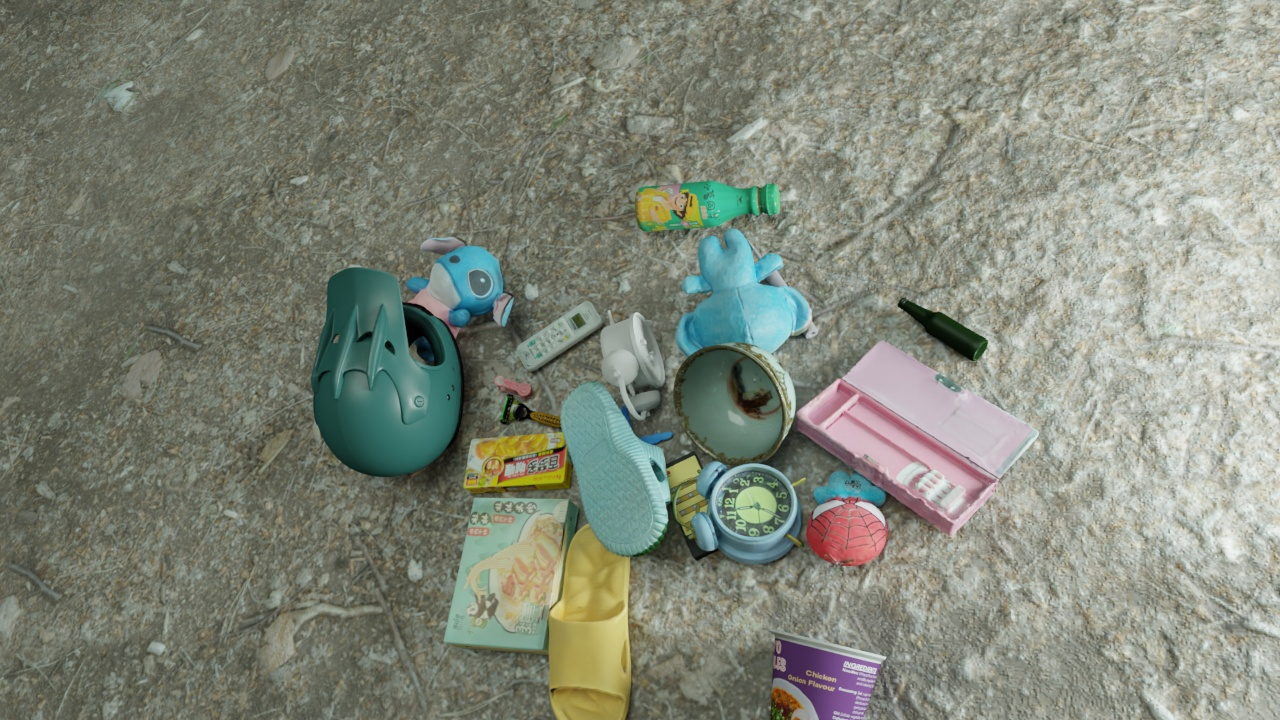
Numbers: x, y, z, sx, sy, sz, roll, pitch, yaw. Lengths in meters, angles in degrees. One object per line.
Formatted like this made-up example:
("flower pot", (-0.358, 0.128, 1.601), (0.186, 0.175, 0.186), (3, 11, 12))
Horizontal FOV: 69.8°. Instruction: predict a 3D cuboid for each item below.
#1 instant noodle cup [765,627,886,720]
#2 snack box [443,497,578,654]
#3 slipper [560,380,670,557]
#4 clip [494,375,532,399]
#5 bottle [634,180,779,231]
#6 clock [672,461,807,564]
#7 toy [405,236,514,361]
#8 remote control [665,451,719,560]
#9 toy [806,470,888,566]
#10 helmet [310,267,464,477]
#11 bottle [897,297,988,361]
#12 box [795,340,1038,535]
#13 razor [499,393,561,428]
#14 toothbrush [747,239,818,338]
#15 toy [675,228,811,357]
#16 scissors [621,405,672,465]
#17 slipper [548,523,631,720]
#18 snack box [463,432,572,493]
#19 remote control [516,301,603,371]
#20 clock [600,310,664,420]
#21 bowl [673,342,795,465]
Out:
("instant noodle cup", (0.181, 0.358, 0.969), (0.122, 0.136, 0.121), (-19, 55, 65))
("snack box", (-0.164, 0.275, 1.185), (0.142, 0.044, 0.193), (-2, 63, 21))
("slipper", (-0.030, 0.139, 1.185), (0.116, 0.069, 0.276), (-41, 48, 17))
("clip", (-0.186, 0.042, 1.339), (0.059, 0.045, 0.023), (23, 72, -7))
("bottle", (0.099, -0.230, 1.350), (0.210, 0.068, 0.068), (-1, 62, 20))
("clock", (0.119, 0.181, 1.110), (0.162, 0.060, 0.117), (0, 57, 9))
("toy", (-0.286, -0.087, 1.401), (0.191, 0.099, 0.224), (-47, 60, -2))
("remote control", (0.069, 0.183, 1.166), (0.058, 0.013, 0.133), (-27, 57, 4))
("toy", (0.244, 0.182, 1.075), (0.092, 0.062, 0.132), (9, 50, 8))
("helmet", (-0.354, 0.022, 1.262), (0.177, 0.200, 0.274), (-3, 83, 22))
("bottle", (0.380, -0.044, 1.164), (0.033, 0.033, 0.123), (-46, 57, -8))
("box", (0.330, 0.086, 1.111), (0.178, 0.040, 0.233), (-37, 54, -22))
("razor", (-0.134, 0.083, 1.293), (0.144, 0.021, 0.044), (13, 85, 27))
("toothbrush", (0.192, -0.104, 1.275), (0.019, 0.018, 0.187), (-29, 57, 1))
("toy", (0.127, -0.083, 1.236), (0.183, 0.115, 0.180), (-17, 79, 6))
("scissors", (-0.016, 0.116, 1.235), (0.125, 0.013, 0.126), (-18, 62, 12))
("slipper", (-0.064, 0.316, 1.105), (0.100, 0.078, 0.262), (-6, 58, 18))
("snack box", (-0.167, 0.142, 1.270), (0.152, 0.025, 0.075), (-6, 60, 18))
("remote control", (-0.118, -0.034, 1.350), (0.133, 0.022, 0.050), (-33, 56, 0))
("clock", (-0.007, 0.007, 1.234), (0.061, 0.120, 0.159), (-19, 47, 16))
("bowl", (0.132, 0.043, 1.159), (0.160, 0.160, 0.093), (22, 31, 29))
